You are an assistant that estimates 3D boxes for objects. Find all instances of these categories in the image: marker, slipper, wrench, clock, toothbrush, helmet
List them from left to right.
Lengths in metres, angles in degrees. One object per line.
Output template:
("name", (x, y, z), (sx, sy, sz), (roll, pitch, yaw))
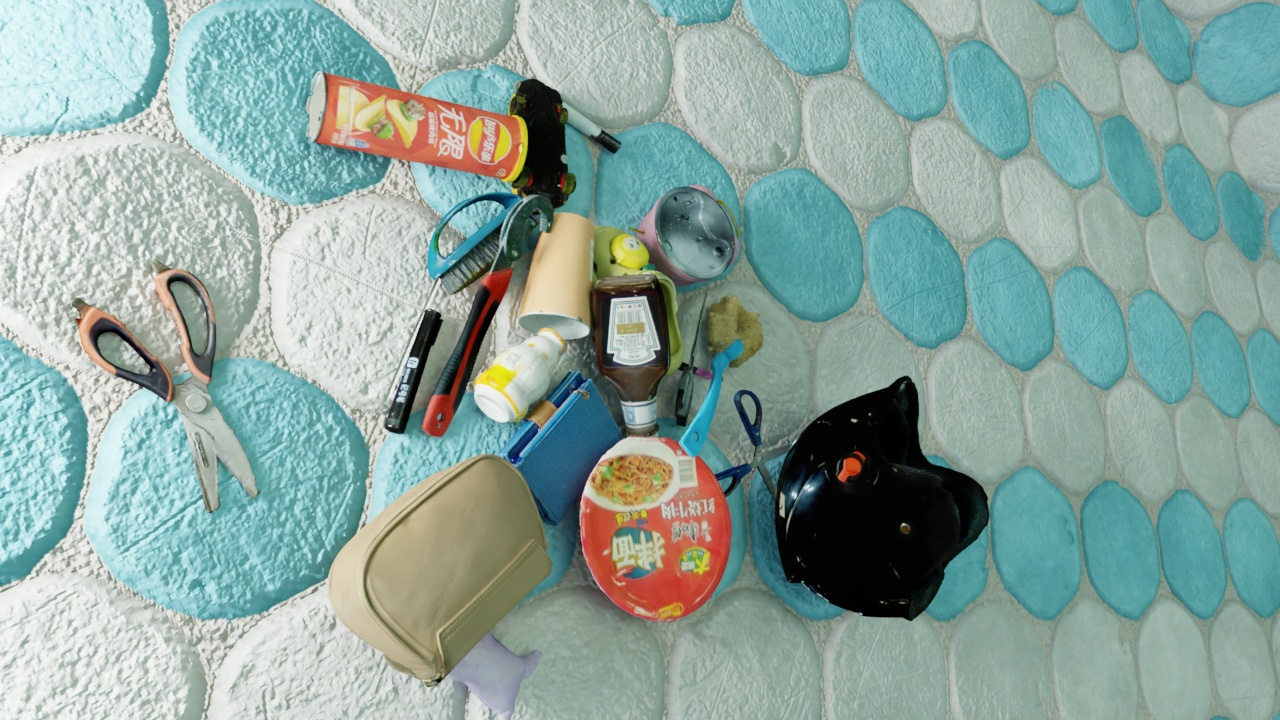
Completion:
("marker", (-0.223, 0.010, 0.905), (0.022, 0.020, 0.131), (46, 49, -50))
("wrench", (-0.155, -0.050, 0.927), (0.056, 0.016, 0.273), (40, 69, -51))
("marker", (-0.078, -0.287, 1.089), (0.130, 0.018, 0.022), (29, 29, -25))
("slipper", (0.004, -0.077, 1.037), (0.091, 0.082, 0.190), (-21, 82, -46))
("toothbrush", (0.026, -0.002, 1.079), (0.189, 0.018, 0.014), (18, 61, -31))
("clock", (0.065, -0.154, 1.123), (0.158, 0.060, 0.117), (-31, 94, -35))
("helmet", (0.268, 0.161, 1.061), (0.233, 0.231, 0.274), (12, 71, -63))

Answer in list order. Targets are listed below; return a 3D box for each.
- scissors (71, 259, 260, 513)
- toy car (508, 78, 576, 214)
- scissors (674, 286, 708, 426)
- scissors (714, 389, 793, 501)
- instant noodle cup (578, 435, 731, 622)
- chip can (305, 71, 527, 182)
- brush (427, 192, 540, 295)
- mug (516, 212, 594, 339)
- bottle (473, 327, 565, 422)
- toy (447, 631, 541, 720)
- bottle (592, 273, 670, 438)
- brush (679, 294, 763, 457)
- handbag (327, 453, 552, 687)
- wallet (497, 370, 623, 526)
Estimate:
("scissors", (-0.398, 0.021, 0.786), (0.215, 0.015, 0.195), (28, 62, -26))
("toy car", (-0.115, -0.242, 1.037), (0.071, 0.041, 0.155), (3, 76, -34))
("scissors", (0.062, -0.011, 1.066), (0.136, 0.014, 0.175), (-45, 144, -72))
("scissors", (0.135, 0.110, 1.091), (0.172, 0.012, 0.162), (-16, 108, -35))
("instant noodle cup", (0.005, 0.179, 0.981), (0.193, 0.066, 0.193), (9, 72, -32))
("chip can", (-0.225, -0.238, 0.942), (0.216, 0.073, 0.073), (6, 73, -33))
("brush", (-0.170, -0.132, 0.959), (0.073, 0.055, 0.143), (50, 55, -12))
("mug", (-0.085, -0.092, 0.987), (0.078, 0.078, 0.122), (18, 70, -29))
("bottle", (-0.121, 0.013, 0.945), (0.063, 0.063, 0.108), (48, 56, -13))
("toy", (-0.148, 0.281, 0.864), (0.108, 0.039, 0.083), (41, 46, -10))
("bottle", (-0.006, 0.006, 0.993), (0.080, 0.044, 0.195), (-4, 109, 6))
("brush", (0.092, 0.015, 1.073), (0.083, 0.046, 0.253), (49, 40, -21))
("handbag", (-0.177, 0.184, 0.833), (0.203, 0.100, 0.148), (-39, 100, -46))
("wallet", (-0.081, 0.090, 0.958), (0.132, 0.040, 0.106), (-52, 126, -34))
